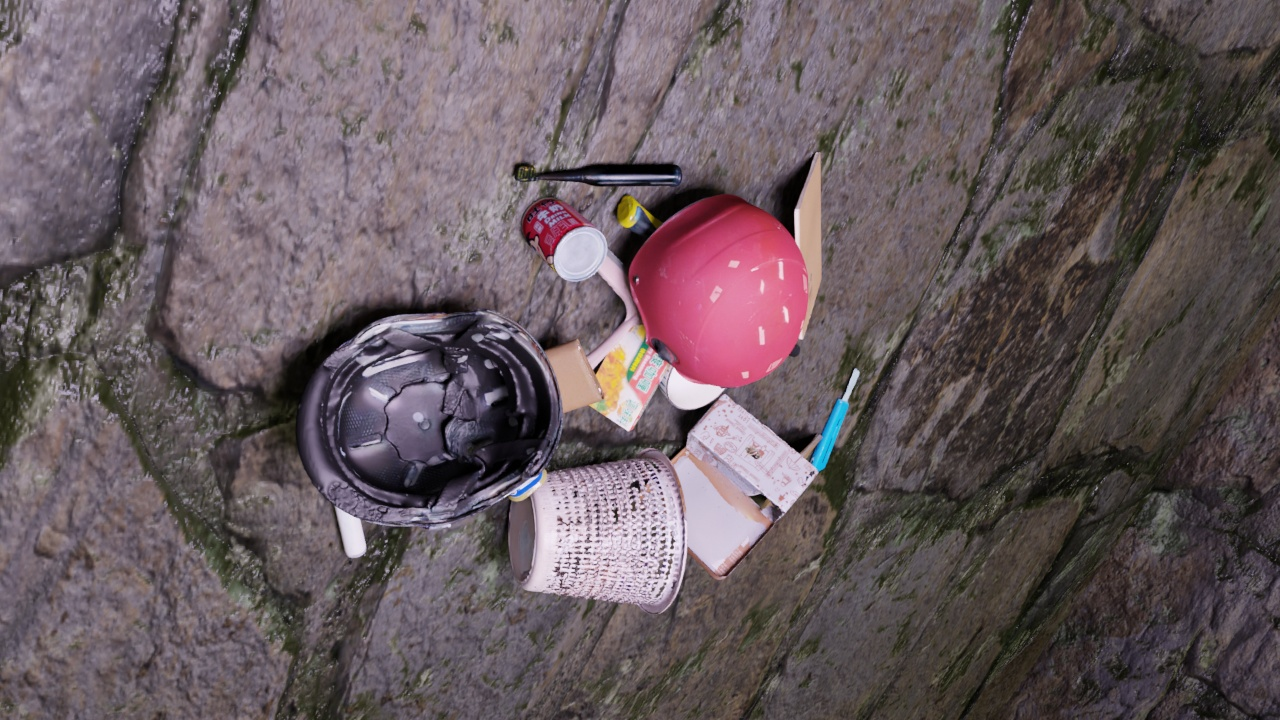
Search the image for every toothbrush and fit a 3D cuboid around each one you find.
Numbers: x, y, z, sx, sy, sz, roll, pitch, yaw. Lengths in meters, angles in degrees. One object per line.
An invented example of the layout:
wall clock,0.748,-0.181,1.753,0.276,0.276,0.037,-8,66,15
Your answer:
toothbrush,-0.355,0.148,1.086,0.026,0.026,0.221,-41,143,-43
toothbrush,-0.046,-0.212,1.050,0.212,0.026,0.027,-6,136,-32

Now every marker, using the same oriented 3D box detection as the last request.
marker,0.188,-0.027,1.355,0.132,0.020,0.022,16,127,-41

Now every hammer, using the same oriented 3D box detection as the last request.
hammer,0.095,-0.115,1.174,0.323,0.126,0.032,28,130,-37

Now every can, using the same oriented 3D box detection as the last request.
can,-0.087,-0.137,1.025,0.066,0.094,0.067,-19,130,-24
can,-0.172,0.113,1.140,0.057,0.102,0.083,-37,132,-8

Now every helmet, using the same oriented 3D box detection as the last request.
helmet,0.113,-0.065,1.074,0.206,0.144,0.240,-30,116,-16
helmet,-0.228,0.064,1.013,0.273,0.157,0.230,-20,88,-15

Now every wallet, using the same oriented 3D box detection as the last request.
wallet,-0.112,0.028,1.123,0.115,0.033,0.090,-18,112,14

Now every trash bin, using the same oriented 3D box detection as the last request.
trash bin,-0.068,0.231,1.238,0.192,0.227,0.228,3,119,-23

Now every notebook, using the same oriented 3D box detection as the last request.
notebook,0.228,-0.152,1.237,0.147,0.008,0.208,-64,153,-44
notebook,0.231,0.194,1.474,0.150,0.012,0.211,-57,166,14

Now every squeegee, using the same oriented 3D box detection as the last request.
squeegee,-0.070,0.005,1.145,0.250,0.040,0.247,-42,111,16

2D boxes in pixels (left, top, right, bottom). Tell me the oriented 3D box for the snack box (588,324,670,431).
snack box,-0.007,0.007,1.200,0.156,0.077,0.027,-61,169,15

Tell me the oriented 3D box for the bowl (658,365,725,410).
bowl,0.068,0.003,1.256,0.116,0.066,0.117,-20,131,-24

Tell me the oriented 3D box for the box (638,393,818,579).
box,0.113,0.184,1.307,0.193,0.183,0.157,-47,167,-14

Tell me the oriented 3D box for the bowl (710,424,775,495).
bowl,0.166,0.144,1.420,0.118,0.118,0.064,-59,172,14

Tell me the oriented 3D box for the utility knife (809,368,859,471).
utility knife,0.330,0.102,1.551,0.034,0.018,0.205,-1,120,-34
